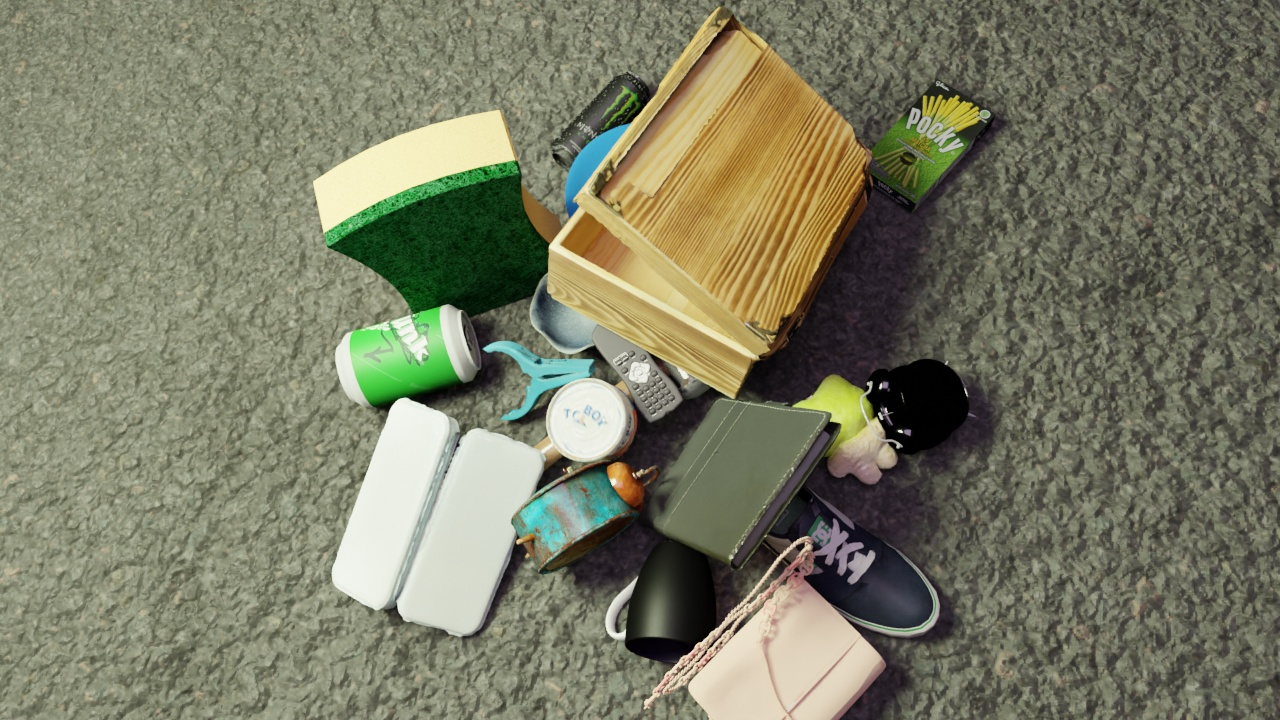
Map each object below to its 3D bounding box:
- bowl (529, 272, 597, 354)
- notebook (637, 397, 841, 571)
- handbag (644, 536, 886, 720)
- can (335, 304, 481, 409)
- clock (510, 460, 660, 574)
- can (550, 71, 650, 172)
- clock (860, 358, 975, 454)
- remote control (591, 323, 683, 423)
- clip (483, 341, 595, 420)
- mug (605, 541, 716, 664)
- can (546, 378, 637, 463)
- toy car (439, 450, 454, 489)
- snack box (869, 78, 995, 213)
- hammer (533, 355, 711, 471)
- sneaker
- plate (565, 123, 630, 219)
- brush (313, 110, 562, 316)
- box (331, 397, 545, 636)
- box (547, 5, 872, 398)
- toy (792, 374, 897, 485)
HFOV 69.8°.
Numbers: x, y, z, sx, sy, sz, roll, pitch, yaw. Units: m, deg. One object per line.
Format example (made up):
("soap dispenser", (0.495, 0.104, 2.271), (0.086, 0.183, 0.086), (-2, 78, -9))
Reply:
("bowl", (-0.063, -0.053, 1.016), (0.110, 0.055, 0.110), (-2, 71, 6))
("notebook", (0.087, 0.107, 0.873), (0.029, 0.209, 0.169), (42, 76, -20))
("handbag", (0.120, 0.278, 0.799), (0.198, 0.187, 0.116), (-41, 64, -13))
("can", (-0.252, -0.004, 1.004), (0.140, 0.088, 0.087), (-16, 69, 1))
("clock", (-0.051, 0.141, 0.910), (0.157, 0.121, 0.073), (-28, 73, -11))
("can", (-0.048, -0.284, 1.100), (0.054, 0.054, 0.137), (37, 78, 18))
("clock", (0.275, 0.045, 0.922), (0.120, 0.043, 0.091), (-14, 73, -23))
("remote control", (-0.006, 0.006, 0.955), (0.046, 0.009, 0.124), (-35, 76, 1))
("clip", (-0.118, 0.027, 0.986), (0.121, 0.033, 0.119), (25, 107, 6))
("mug", (0.019, 0.235, 0.895), (0.119, 0.085, 0.100), (-15, 50, 33))
("can", (-0.050, 0.062, 0.932), (0.086, 0.043, 0.086), (-2, 80, 14))
("toy car", (-0.239, 0.128, 0.984), (0.107, 0.030, 0.049), (-19, 67, 3))
("snack box", (0.327, -0.248, 1.055), (0.080, 0.025, 0.147), (40, 79, 18))
("hammer", (-0.057, 0.066, 0.980), (0.328, 0.052, 0.098), (-37, 70, -4))
("sneaker", (0.183, 0.182, 0.886), (0.235, 0.079, 0.084), (35, 77, 17))
("plate", (0.025, -0.178, 1.052), (0.224, 0.024, 0.224), (3, 64, -7))
("brush", (-0.194, -0.136, 0.958), (0.195, 0.250, 0.075), (-20, 69, 3))
("box", (-0.211, 0.158, 0.929), (0.186, 0.084, 0.210), (22, 87, 11))
("box", (0.089, -0.152, 0.913), (0.258, 0.221, 0.278), (30, 62, 6))
("toy", (0.210, 0.075, 0.941), (0.092, 0.046, 0.115), (-40, 78, -11))
